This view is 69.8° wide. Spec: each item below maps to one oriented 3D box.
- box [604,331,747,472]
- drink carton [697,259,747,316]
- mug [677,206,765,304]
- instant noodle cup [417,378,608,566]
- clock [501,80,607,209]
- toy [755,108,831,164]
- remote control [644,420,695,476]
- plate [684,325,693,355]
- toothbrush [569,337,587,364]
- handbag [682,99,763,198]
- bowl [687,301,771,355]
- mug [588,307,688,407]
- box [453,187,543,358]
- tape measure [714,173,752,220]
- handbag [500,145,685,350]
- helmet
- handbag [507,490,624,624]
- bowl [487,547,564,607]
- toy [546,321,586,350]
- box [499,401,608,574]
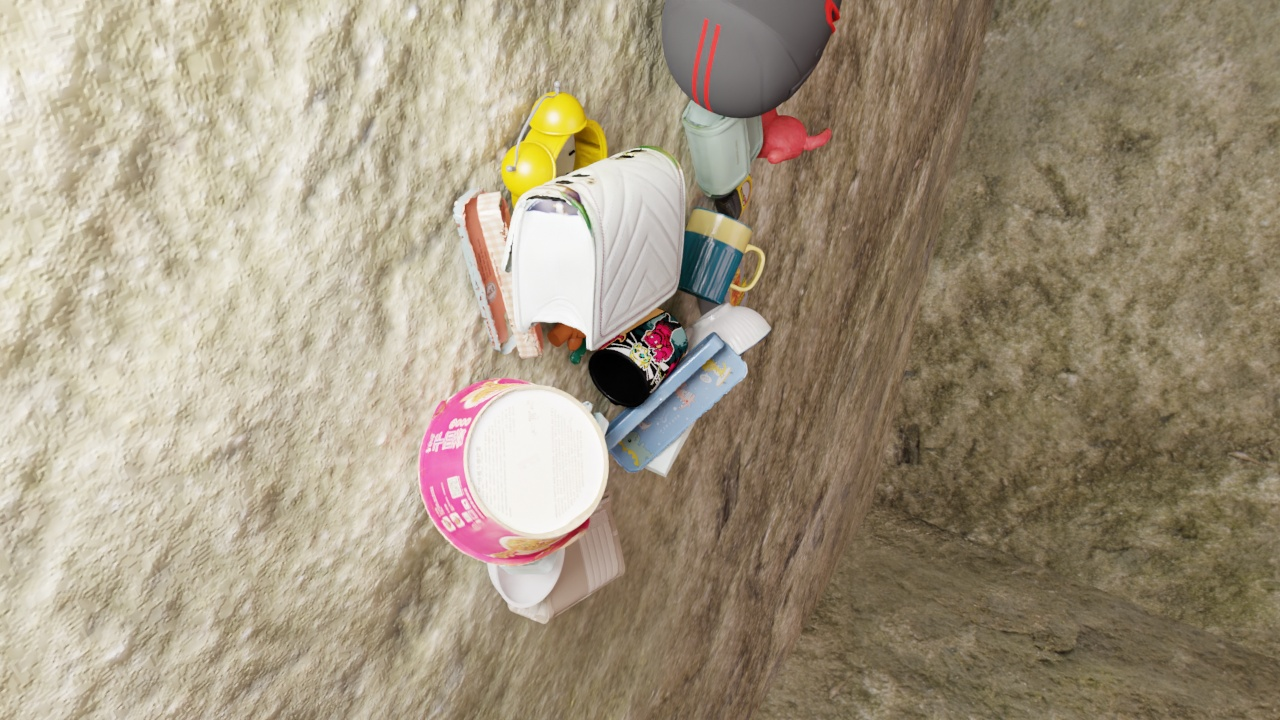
[{"bbox_3d":[0.037,0.057,1.139,0.209,0.078,0.074,-43,-178,9],"label":"box"},{"bbox_3d":[0.113,-0.111,1.305,0.076,0.048,0.125,-59,154,-23],"label":"drink carton"},{"bbox_3d":[0.103,-0.129,1.196,0.083,0.113,0.107,-158,-91,-80],"label":"mug"},{"bbox_3d":[-0.106,0.096,0.839,0.178,0.178,0.078,-56,-164,-28],"label":"instant noodle cup"},{"bbox_3d":[-0.079,-0.178,0.846,0.113,0.052,0.152,-63,160,-14],"label":"clock"},{"bbox_3d":[0.183,-0.310,1.213,0.087,0.133,0.094,-49,141,-58],"label":"toy"},{"bbox_3d":[0.043,0.079,1.210,0.143,0.049,0.024,-60,155,-20],"label":"remote control"},{"bbox_3d":[0.041,0.025,1.274,0.173,0.036,0.174,-46,147,-43],"label":"plate"},{"bbox_3d":[-0.028,-0.070,1.076,0.189,0.017,0.016,-58,154,-25],"label":"toothbrush"},{"bbox_3d":[0.103,-0.278,1.131,0.106,0.067,0.122,-58,154,-22],"label":"handbag"},{"bbox_3d":[0.108,-0.037,1.216,0.062,0.118,0.117,58,40,-5],"label":"bowl"},{"bbox_3d":[-0.007,0.006,1.116,0.098,0.082,0.118,-47,166,-41],"label":"mug"},{"bbox_3d":[-0.133,-0.078,0.841,0.058,0.062,0.189,-83,169,-45],"label":"box"},{"bbox_3d":[0.125,-0.230,1.252,0.064,0.037,0.065,-66,158,-8],"label":"tape measure"},{"bbox_3d":[-0.036,-0.109,0.827,0.198,0.096,0.142,-37,135,-55],"label":"handbag"},{"bbox_3d":[0.109,-0.344,0.971,0.170,0.164,0.264,-63,168,12],"label":"helmet"},{"bbox_3d":[-0.082,0.199,1.143,0.175,0.062,0.198,-14,113,-60],"label":"handbag"},{"bbox_3d":[-0.137,0.218,1.030,0.109,0.041,0.110,-7,99,-52],"label":"bowl"},{"bbox_3d":[-0.047,-0.059,0.992,0.127,0.065,0.095,-46,146,-32],"label":"toy"},{"bbox_3d":[-0.098,0.137,0.994,0.083,0.066,0.198,-39,-156,53],"label":"box"}]
